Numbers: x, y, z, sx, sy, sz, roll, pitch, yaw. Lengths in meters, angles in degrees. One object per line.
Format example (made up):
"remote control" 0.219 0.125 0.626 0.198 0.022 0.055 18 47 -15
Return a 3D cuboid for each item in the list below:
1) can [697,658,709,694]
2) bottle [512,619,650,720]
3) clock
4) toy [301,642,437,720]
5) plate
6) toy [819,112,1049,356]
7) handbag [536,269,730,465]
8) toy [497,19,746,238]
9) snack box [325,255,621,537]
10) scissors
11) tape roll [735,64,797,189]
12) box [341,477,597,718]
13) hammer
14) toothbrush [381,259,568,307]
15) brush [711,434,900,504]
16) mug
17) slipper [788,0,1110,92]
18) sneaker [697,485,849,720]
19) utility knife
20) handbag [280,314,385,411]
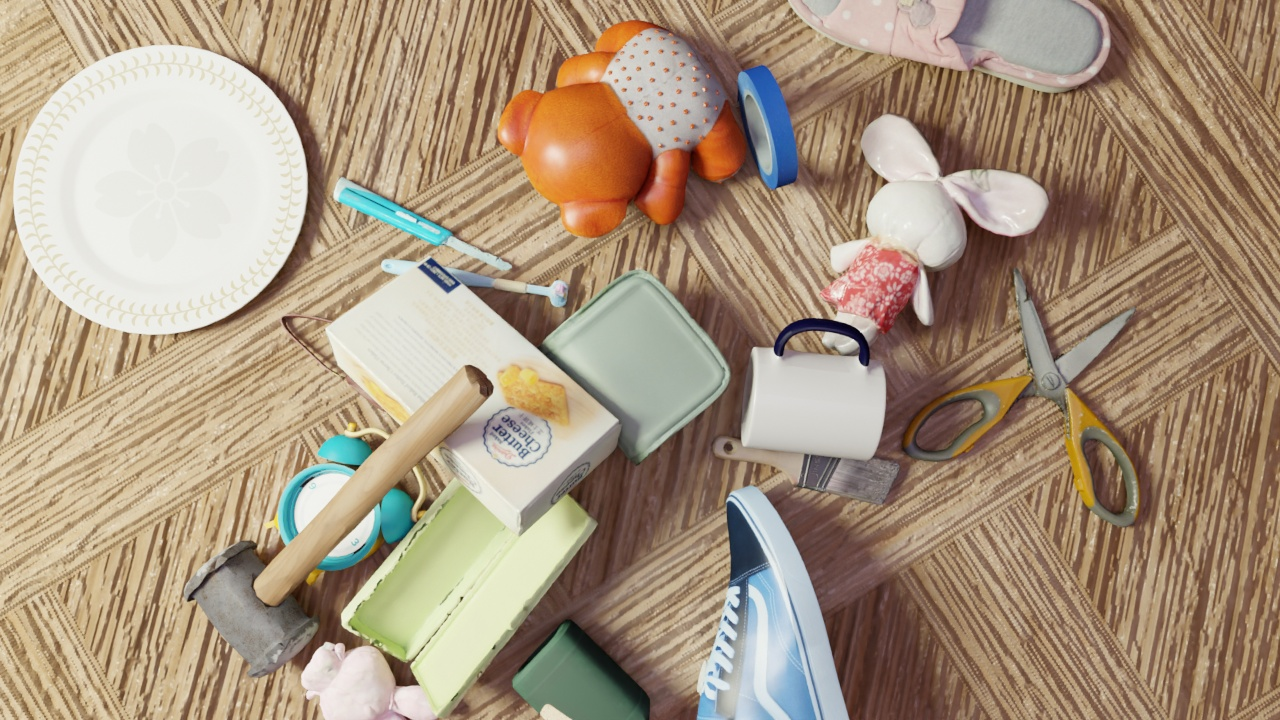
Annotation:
"can" 0.093 0.260 0.718 0.095 0.032 0.032 16 86 2
"bottle" -0.031 0.268 0.704 0.131 0.061 0.061 44 89 3
"clock" -0.232 0.114 0.729 0.130 0.043 0.099 -39 86 5
"toy" -0.210 0.261 0.715 0.110 0.047 0.063 36 94 -6
"plate" -0.395 -0.141 0.761 0.242 0.016 0.242 0 86 0
"toy" 0.208 -0.089 0.723 0.159 0.084 0.194 30 90 22
"handbag" -0.004 0.004 0.721 0.106 0.067 0.122 -40 87 -11
"toy" -0.017 -0.181 0.731 0.172 0.093 0.164 -37 89 -15
"snack box" -0.126 0.024 0.689 0.208 0.058 0.104 40 61 15
"scissors" 0.318 0.039 0.742 0.230 0.016 0.225 -19 85 -1
"tape roll" 0.100 -0.183 0.723 0.016 0.091 0.093 -18 81 -1
"box" -0.130 0.163 0.714 0.127 0.066 0.188 36 86 17
"hammer" -0.216 0.112 0.662 0.098 0.052 0.329 48 113 4
"toothbrush" -0.136 -0.066 0.754 0.155 0.016 0.022 9 99 1
"brush" 0.132 0.084 0.742 0.151 0.012 0.039 13 86 2
"mug" 0.133 0.019 0.704 0.097 0.078 0.112 6 120 1
"slipper" 0.252 -0.292 0.749 0.274 0.054 0.114 15 85 1
"sneaker" 0.082 0.214 0.674 0.098 0.083 0.241 -11 71 -10
"utility knife" -0.179 -0.111 0.759 0.162 0.015 0.022 24 56 1
"handbag" -0.242 -0.008 0.748 0.119 0.029 0.055 28 84 7
